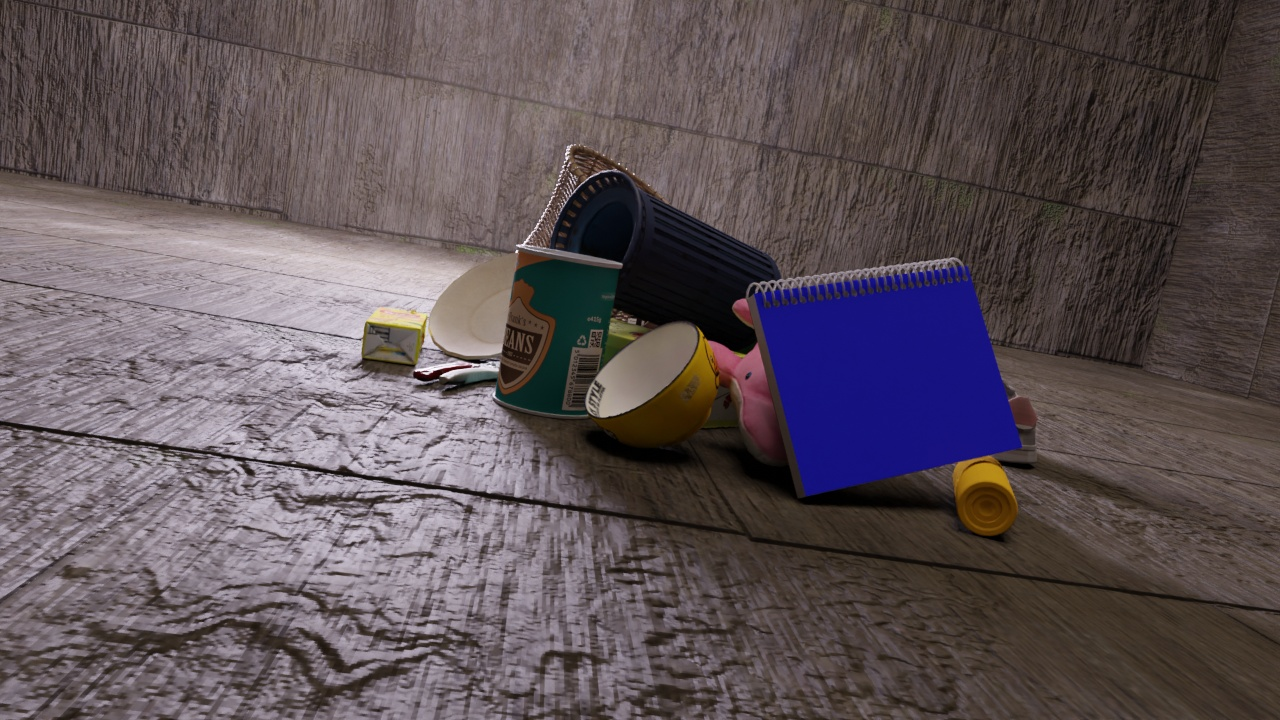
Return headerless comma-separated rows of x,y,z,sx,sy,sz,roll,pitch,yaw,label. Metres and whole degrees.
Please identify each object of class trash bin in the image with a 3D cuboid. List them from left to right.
0.038,-0.099,1.017,0.249,0.139,0.139,18,1,-42,trash bin

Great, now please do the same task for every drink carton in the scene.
-0.266,-0.030,0.999,0.058,0.043,0.134,8,8,-11,drink carton

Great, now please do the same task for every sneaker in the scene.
0.398,0.052,1.096,0.099,0.089,0.236,9,8,-12,sneaker

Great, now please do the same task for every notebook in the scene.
0.199,0.007,0.746,0.208,0.171,0.022,-9,-11,-21,notebook

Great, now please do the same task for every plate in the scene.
-0.160,-0.061,1.095,0.189,0.027,0.188,-10,43,10,plate

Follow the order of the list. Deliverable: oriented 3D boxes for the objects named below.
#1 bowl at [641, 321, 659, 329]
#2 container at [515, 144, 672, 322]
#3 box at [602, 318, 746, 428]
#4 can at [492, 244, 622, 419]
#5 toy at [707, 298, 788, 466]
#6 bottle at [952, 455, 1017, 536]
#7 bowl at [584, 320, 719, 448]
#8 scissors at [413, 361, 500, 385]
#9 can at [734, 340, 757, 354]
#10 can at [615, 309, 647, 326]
0.016,-0.032,1.263,0.119,0.032,0.119,-33,7,5,bowl
-0.060,-0.139,1.226,0.227,0.196,0.226,34,21,-16,container
-0.006,0.005,0.961,0.124,0.079,0.221,3,13,-45,box
-0.078,-0.028,0.858,0.099,0.144,0.099,10,8,-2,can
0.149,0.006,0.834,0.186,0.128,0.265,38,24,-2,toy
0.280,0.105,0.752,0.043,0.043,0.143,13,9,16,bottle
0.018,0.029,0.774,0.067,0.117,0.117,52,-11,-25,bowl
-0.174,0.009,0.949,0.140,0.015,0.189,7,7,-16,scissors
0.153,0.002,1.162,0.083,0.083,0.144,12,8,8,can
-0.026,-0.064,1.434,0.128,0.072,0.072,9,8,-10,can
